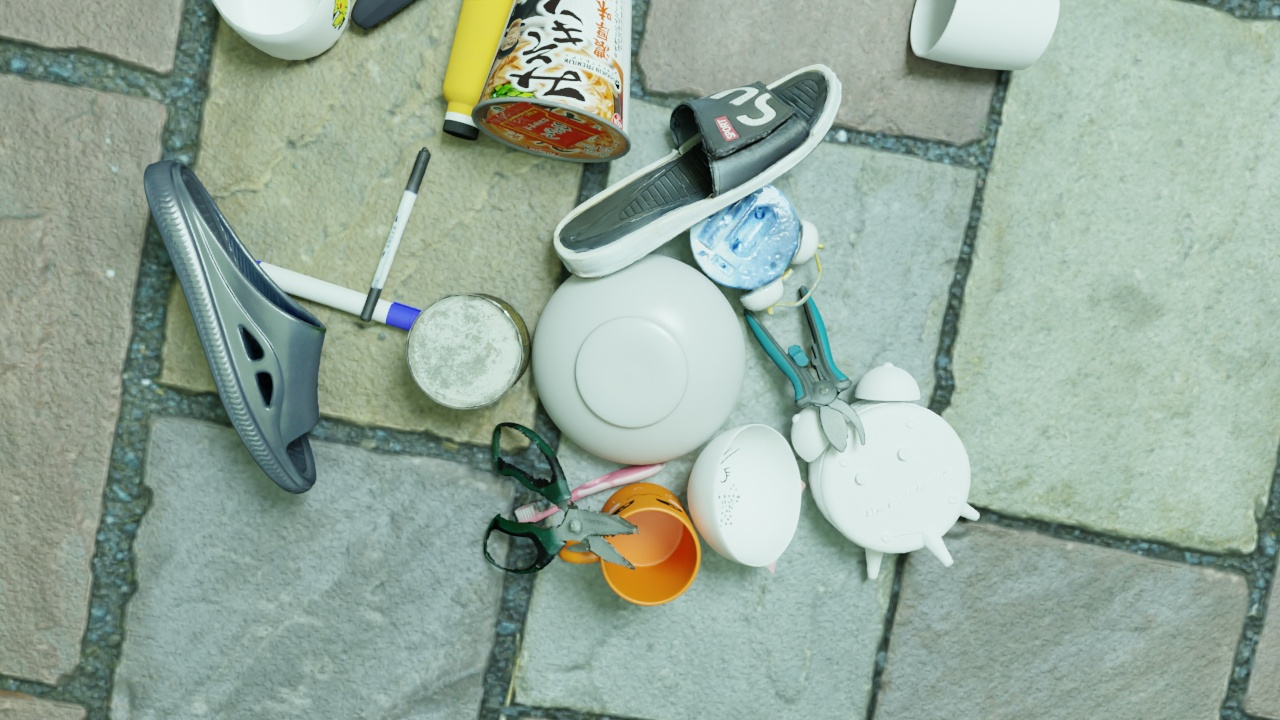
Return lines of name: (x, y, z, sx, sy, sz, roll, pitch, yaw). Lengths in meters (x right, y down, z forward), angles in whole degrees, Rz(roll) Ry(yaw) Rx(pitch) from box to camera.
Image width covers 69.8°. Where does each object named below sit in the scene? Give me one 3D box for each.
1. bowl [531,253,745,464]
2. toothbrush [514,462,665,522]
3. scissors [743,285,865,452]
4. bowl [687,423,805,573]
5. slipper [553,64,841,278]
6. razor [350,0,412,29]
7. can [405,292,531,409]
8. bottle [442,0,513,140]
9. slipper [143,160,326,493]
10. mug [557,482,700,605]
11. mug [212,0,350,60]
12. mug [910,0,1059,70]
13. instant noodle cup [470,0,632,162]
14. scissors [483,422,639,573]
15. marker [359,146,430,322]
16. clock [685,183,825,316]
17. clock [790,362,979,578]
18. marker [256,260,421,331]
bowl: (-0.004, 0.004, 0.733, 0.177, 0.066, 0.177, 1, 101, 5)
toothbrush: (-0.043, 0.110, 0.778, 0.135, 0.021, 0.016, -22, 104, 1)
scissors: (0.137, 0.000, 0.754, 0.154, 0.019, 0.126, 23, 73, 16)
bowl: (0.078, 0.109, 0.753, 0.114, 0.051, 0.114, 5, 83, -45)
slipper: (0.040, -0.161, 0.717, 0.264, 0.111, 0.063, -33, 129, 4)
razor: (-0.177, -0.319, 0.731, 0.143, 0.047, 0.052, -41, 119, 3)
can: (-0.136, -0.009, 0.737, 0.090, 0.074, 0.090, 0, 94, -2)
bottle: (-0.128, -0.251, 0.735, 0.043, 0.043, 0.143, 14, 93, -4)
slipper: (-0.289, -0.031, 0.708, 0.083, 0.111, 0.268, -21, 101, -10)
mug: (-0.012, 0.148, 0.743, 0.112, 0.096, 0.077, -6, 94, -3)
mug: (-0.277, -0.297, 0.712, 0.094, 0.068, 0.115, 5, 94, -3)
mug: (0.278, -0.291, 0.745, 0.087, 0.081, 0.114, 9, 62, -10)
instant noodle cup: (-0.058, -0.233, 0.710, 0.123, 0.124, 0.121, 10, 84, -4)
scissors: (-0.065, 0.101, 0.712, 0.015, 0.210, 0.137, 5, 80, -42)
marker: (-0.199, -0.104, 0.748, 0.011, 0.011, 0.152, 19, 84, -4)
clock: (0.094, -0.093, 0.754, 0.125, 0.052, 0.089, 38, 91, -5)
clock: (0.206, 0.093, 0.762, 0.125, 0.073, 0.161, -30, 95, -1)
marker: (-0.248, -0.053, 0.756, 0.141, 0.020, 0.020, 18, 93, -4)
